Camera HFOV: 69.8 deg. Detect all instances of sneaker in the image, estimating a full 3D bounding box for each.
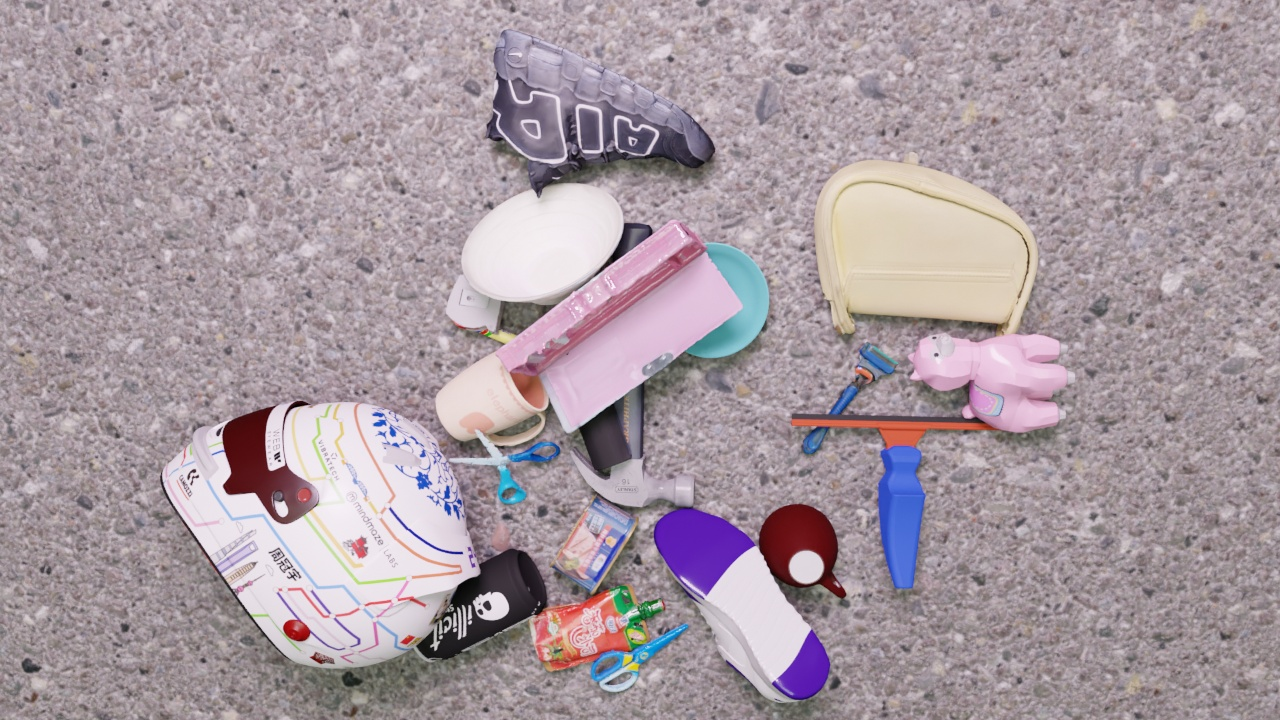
[{"bbox_3d":[-0.056,-0.230,0.962,0.252,0.097,0.151,25,103,1],"label":"sneaker"},{"bbox_3d":[0.105,0.274,1.017,0.091,0.111,0.244,-32,67,-21],"label":"sneaker"}]

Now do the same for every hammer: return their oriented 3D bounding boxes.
[{"bbox_3d":[-0.006,0.006,1.014,0.139,0.035,0.312,2,97,7],"label":"hammer"}]

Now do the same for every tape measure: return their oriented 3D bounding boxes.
[{"bbox_3d":[-0.180,-0.063,1.014,0.062,0.020,0.060,10,80,3],"label":"tape measure"}]

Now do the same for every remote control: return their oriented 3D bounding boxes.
[{"bbox_3d":[-0.054,0.048,0.999,0.045,0.021,0.140,-20,90,12],"label":"remote control"}]

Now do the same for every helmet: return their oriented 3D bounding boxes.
[{"bbox_3d":[-0.311,0.156,0.952,0.236,0.231,0.314,-38,83,-4],"label":"helmet"}]

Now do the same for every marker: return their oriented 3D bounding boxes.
[{"bbox_3d":[-0.124,-0.014,1.028,0.132,0.014,0.014,23,98,1],"label":"marker"}]

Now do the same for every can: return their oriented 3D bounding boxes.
[{"bbox_3d":[-0.052,0.205,1.032,0.059,0.054,0.100,32,97,1],"label":"can"},{"bbox_3d":[-0.185,0.276,1.034,0.146,0.080,0.080,-28,94,6],"label":"can"}]

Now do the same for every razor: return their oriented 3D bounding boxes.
[{"bbox_3d":[0.223,0.046,1.012,0.044,0.018,0.141,37,101,2],"label":"razor"}]

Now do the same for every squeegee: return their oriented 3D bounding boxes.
[{"bbox_3d":[0.284,0.154,1.001,0.249,0.055,0.184,2,82,-5],"label":"squeegee"}]

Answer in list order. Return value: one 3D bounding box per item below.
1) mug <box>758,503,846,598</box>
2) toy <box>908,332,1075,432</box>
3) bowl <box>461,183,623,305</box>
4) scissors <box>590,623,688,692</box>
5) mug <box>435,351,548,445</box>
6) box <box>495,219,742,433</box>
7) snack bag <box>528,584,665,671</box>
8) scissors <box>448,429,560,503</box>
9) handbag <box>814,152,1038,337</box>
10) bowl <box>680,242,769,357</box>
[{"bbox_3d":[0.185,0.220,0.999,0.087,0.088,0.114,-44,92,7],"label":"mug"},{"bbox_3d":[0.362,0.019,0.957,0.158,0.067,0.123,0,136,12],"label":"toy"},{"bbox_3d":[-0.096,-0.109,0.971,0.177,0.176,0.058,-15,137,5],"label":"bowl"},{"bbox_3d":[0.001,0.338,1.058,0.126,0.023,0.061,-31,115,6],"label":"scissors"},{"bbox_3d":[-0.158,0.050,1.012,0.104,0.085,0.111,-26,124,16],"label":"mug"},{"bbox_3d":[-0.016,-0.028,0.933,0.233,0.099,0.112,-36,79,10],"label":"box"},{"bbox_3d":[-0.046,0.303,1.055,0.155,0.044,0.087,-17,108,-1],"label":"snack bag"},{"bbox_3d":[-0.144,0.106,1.016,0.115,0.014,0.130,-33,131,-2],"label":"scissors"},{"bbox_3d":[0.297,-0.114,0.961,0.233,0.088,0.191,5,112,3],"label":"handbag"},{"bbox_3d":[0.076,-0.066,0.993,0.121,0.046,0.121,0,97,4],"label":"bowl"}]
